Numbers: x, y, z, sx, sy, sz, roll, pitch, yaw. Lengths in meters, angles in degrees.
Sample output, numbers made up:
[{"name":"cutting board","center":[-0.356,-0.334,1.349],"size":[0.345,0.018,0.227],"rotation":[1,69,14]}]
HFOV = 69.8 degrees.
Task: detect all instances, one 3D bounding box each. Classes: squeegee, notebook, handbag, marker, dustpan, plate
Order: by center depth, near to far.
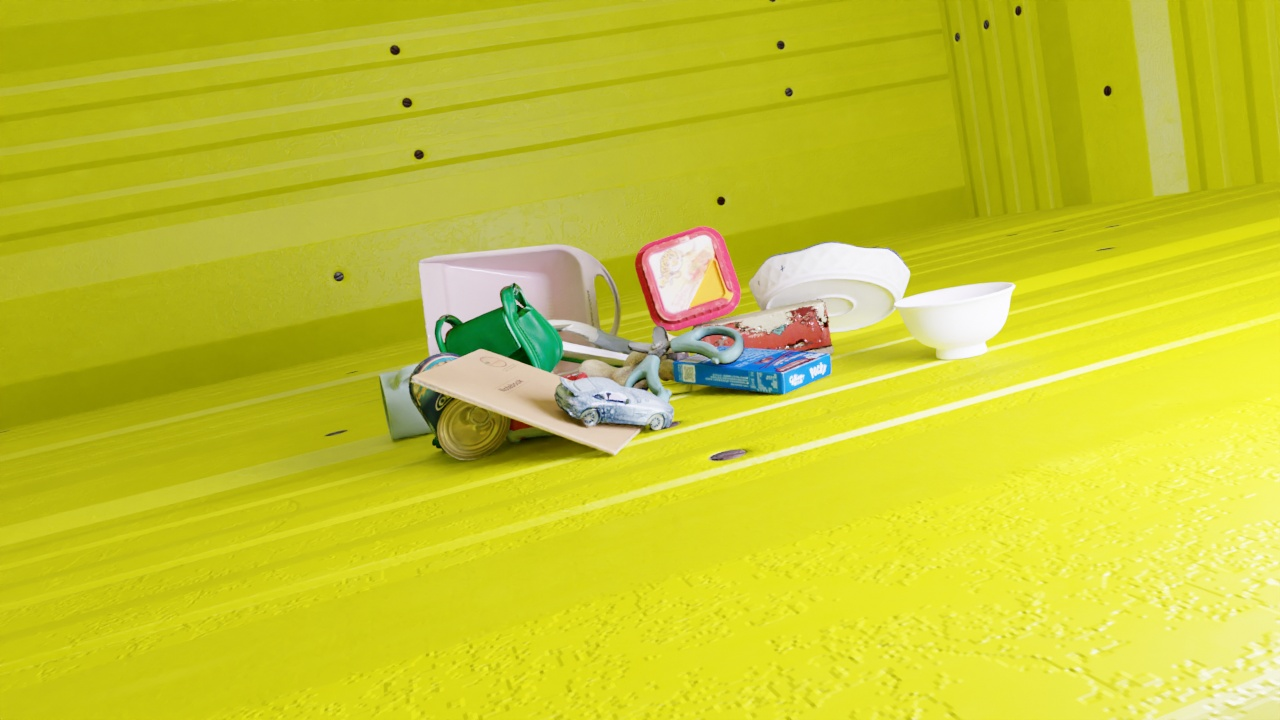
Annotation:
[{"name":"notebook","center":[-0.098,0.036,0.900],"size":[0.208,0.008,0.147],"rotation":[19,16,12]},{"name":"handbag","center":[-0.164,-0.017,1.062],"size":[0.132,0.120,0.067],"rotation":[-19,14,31]},{"name":"marker","center":[0.001,0.036,1.073],"size":[0.124,0.015,0.018],"rotation":[-8,5,23]},{"name":"plate","center":[0.249,-0.089,1.210],"size":[0.205,0.045,0.205],"rotation":[2,-21,1]},{"name":"notebook","center":[-0.078,-0.007,1.233],"size":[0.208,0.012,0.151],"rotation":[11,-7,-33]},{"name":"squeegee","center":[-0.071,-0.030,1.250],"size":[0.246,0.039,0.247],"rotation":[11,-9,-37]},{"name":"dustpan","center":[-0.178,-0.069,1.357],"size":[0.272,0.222,0.139],"rotation":[-7,-7,-27]}]

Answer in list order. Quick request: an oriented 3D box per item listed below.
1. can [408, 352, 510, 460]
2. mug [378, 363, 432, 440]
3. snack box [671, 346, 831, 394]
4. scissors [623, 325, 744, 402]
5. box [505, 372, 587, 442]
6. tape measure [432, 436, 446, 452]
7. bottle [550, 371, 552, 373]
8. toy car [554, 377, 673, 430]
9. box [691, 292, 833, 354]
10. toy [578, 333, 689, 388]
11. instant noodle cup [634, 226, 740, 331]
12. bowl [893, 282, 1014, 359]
[{"name":"can","center":[-0.189,0.044,0.945],"size":[0.075,0.075,0.111],"rotation":[-15,28,-24]},{"name":"mug","center":[-0.257,0.039,1.111],"size":[0.106,0.082,0.112],"rotation":[-10,-33,-17]},{"name":"snack box","center":[0.120,0.009,1.005],"size":[0.084,0.026,0.157],"rotation":[-18,16,-41]},{"name":"scissors","center":[0.047,-0.007,1.015],"size":[0.178,0.019,0.173],"rotation":[-23,29,14]},{"name":"box","center":[-0.101,0.055,1.030],"size":[0.087,0.048,0.201],"rotation":[-13,7,4]},{"name":"tape measure","center":[-0.191,0.081,0.996],"size":[0.058,0.025,0.055],"rotation":[-19,10,-40]},{"name":"bottle","center":[-0.155,0.029,1.181],"size":[0.063,0.063,0.108],"rotation":[-9,7,16]},{"name":"toy car","center":[-0.023,0.039,0.876],"size":[0.120,0.037,0.054],"rotation":[9,17,-29]},{"name":"box","center":[0.150,-0.037,1.146],"size":[0.168,0.079,0.091],"rotation":[-11,7,8]},{"name":"toy","center":[-0.007,0.007,1.117],"size":[0.158,0.066,0.105],"rotation":[-10,-10,36]},{"name":"instant noodle cup","center":[0.061,-0.098,1.177],"size":[0.117,0.116,0.124],"rotation":[-18,-6,3]},{"name":"bowl","center":[0.326,-0.037,0.943],"size":[0.118,0.065,0.118],"rotation":[-12,7,1]}]
